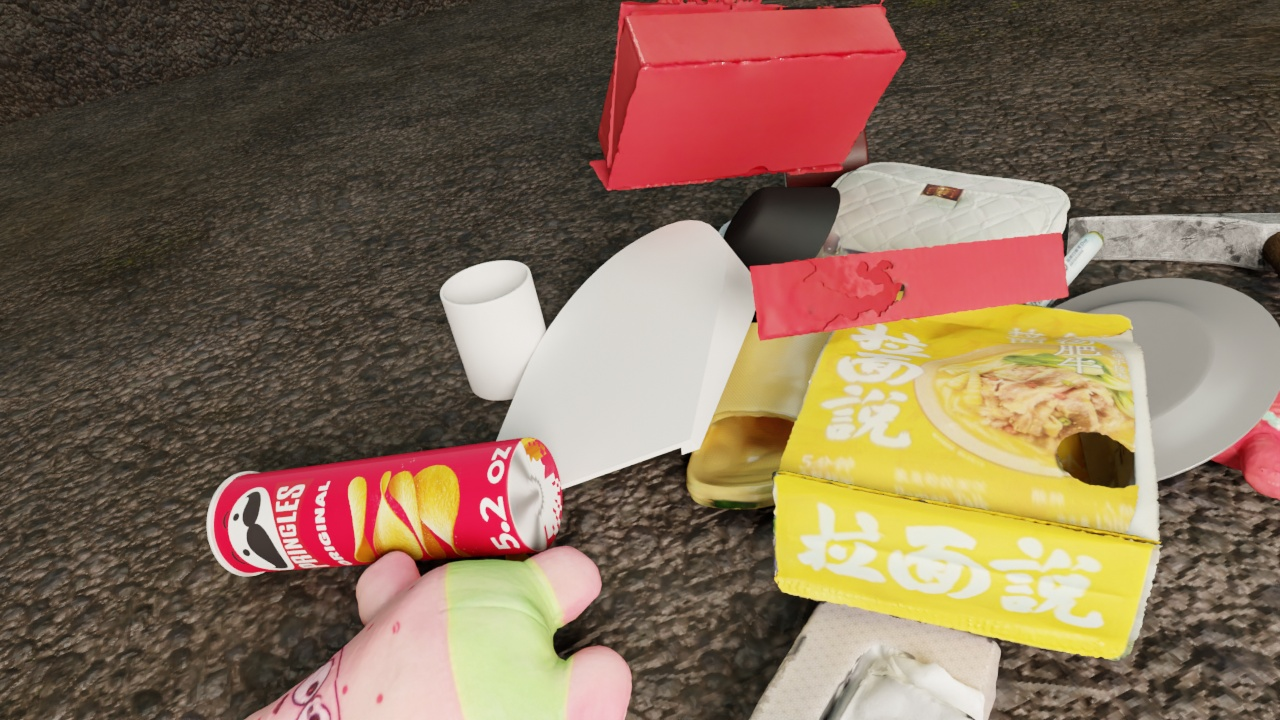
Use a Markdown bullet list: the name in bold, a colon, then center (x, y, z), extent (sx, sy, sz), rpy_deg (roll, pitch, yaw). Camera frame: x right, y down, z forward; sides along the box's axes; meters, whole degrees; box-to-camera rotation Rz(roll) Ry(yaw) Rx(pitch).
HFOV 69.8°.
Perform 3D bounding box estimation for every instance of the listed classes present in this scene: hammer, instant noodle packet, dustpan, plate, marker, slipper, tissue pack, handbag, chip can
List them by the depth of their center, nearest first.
- **tissue pack**: center (0.093, 0.178, 0.397), extent (0.104, 0.071, 0.180), rpy_deg (11, 35, 33)
- **instant noodle packet**: center (0.175, 0.028, 0.488), extent (0.163, 0.084, 0.220), rpy_deg (6, 40, 22)
- **plate**: center (0.295, 0.007, 0.573), extent (0.179, 0.012, 0.178), rpy_deg (-29, 29, 18)
- **chip can**: center (-0.161, 0.093, 0.574), extent (0.221, 0.069, 0.069), rpy_deg (-9, 31, 21)
- **hammer**: center (0.405, -0.039, 0.608), extent (0.218, 0.037, 0.299), rpy_deg (3, 26, 23)
- **slipper**: center (0.110, 0.003, 0.647), extent (0.100, 0.078, 0.262), rpy_deg (5, 34, 25)
- **dustpan**: center (-0.004, 0.004, 0.666), extent (0.192, 0.053, 0.257), rpy_deg (-23, 34, 33)
- **marker**: center (0.300, -0.047, 0.682), extent (0.146, 0.017, 0.017), rpy_deg (-44, 42, -18)
- **handbag**: center (0.244, -0.109, 0.766), extent (0.195, 0.072, 0.138), rpy_deg (18, 50, 34)

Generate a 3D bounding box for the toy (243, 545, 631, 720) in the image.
- **toy**: center (-0.124, 0.172, 0.453), extent (0.236, 0.097, 0.192), rpy_deg (-25, 30, -2)

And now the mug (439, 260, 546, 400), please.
- **mug**: center (-0.114, -0.035, 0.767), extent (0.074, 0.091, 0.110), rpy_deg (-7, 33, 8)

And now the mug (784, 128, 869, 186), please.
- **mug**: center (0.192, -0.208, 0.964), extent (0.082, 0.073, 0.105), rpy_deg (-6, 3, 9)

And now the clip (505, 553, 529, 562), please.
- **clip**: center (-0.061, 0.141, 0.543), extent (0.048, 0.046, 0.054), rpy_deg (-42, 28, 16)

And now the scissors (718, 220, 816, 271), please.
- **scissors**: center (0.114, -0.097, 0.861), extent (0.170, 0.013, 0.175), rpy_deg (-20, 36, -8)

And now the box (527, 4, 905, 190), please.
- **box**: center (0.042, -0.254, 0.802), extent (0.212, 0.148, 0.374), rpy_deg (-8, 30, -15)

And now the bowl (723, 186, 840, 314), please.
- **bowl**: center (0.103, -0.104, 0.755), extent (0.052, 0.124, 0.123), rpy_deg (32, 33, -13)

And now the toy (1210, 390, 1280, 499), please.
- **toy**: center (0.358, 0.039, 0.536), extent (0.091, 0.045, 0.135), rpy_deg (-4, 28, 1)
